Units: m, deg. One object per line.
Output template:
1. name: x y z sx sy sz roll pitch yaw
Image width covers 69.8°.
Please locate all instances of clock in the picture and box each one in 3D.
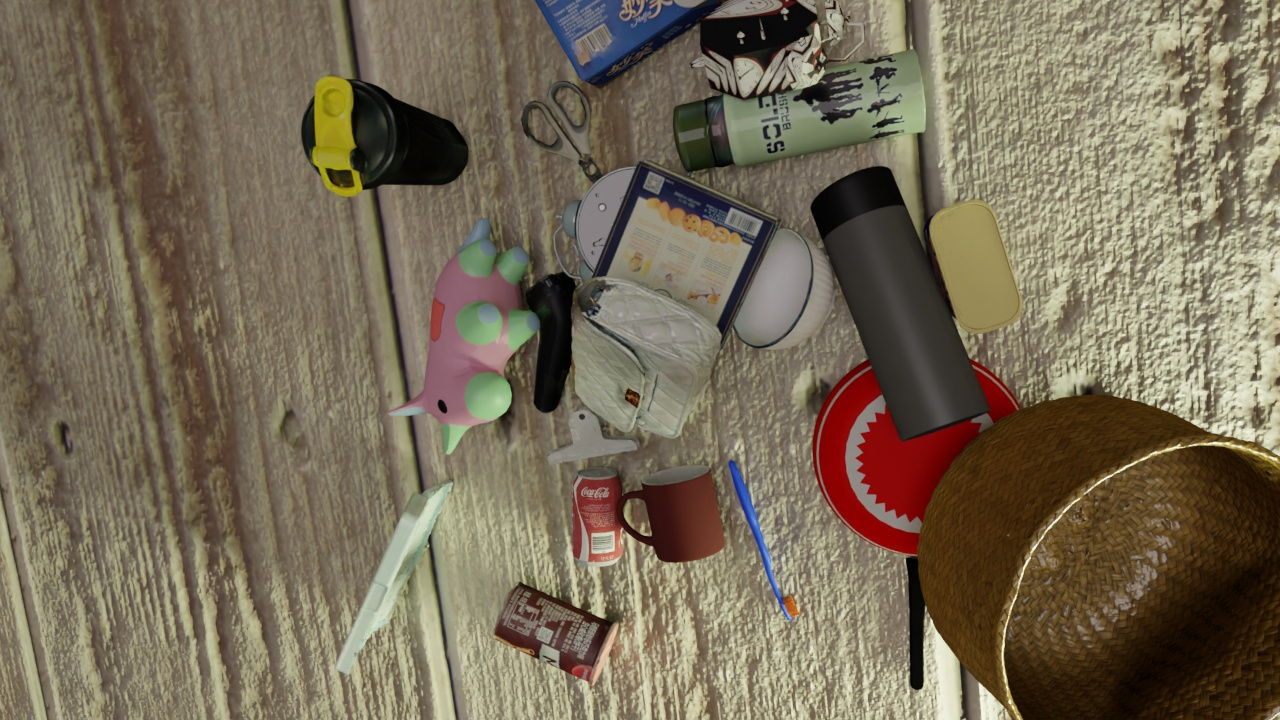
1. clock: -0.013 -0.131 0.933 0.159 0.045 0.122 -17 99 15
2. clock: 0.127 -0.298 0.837 0.155 0.114 0.065 10 144 27

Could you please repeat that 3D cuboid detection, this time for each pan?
1. pan: 0.278 0.165 0.913 0.209 0.067 0.356 0 94 12

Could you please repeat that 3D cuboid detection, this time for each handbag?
1. handbag: -0.005 0.005 0.882 0.139 0.195 0.072 25 66 8

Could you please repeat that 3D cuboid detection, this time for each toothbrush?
1. toothbrush: 0.129 0.189 0.968 0.018 0.016 0.182 -20 94 9

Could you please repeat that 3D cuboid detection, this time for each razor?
1. razor: -0.097 -0.020 0.974 0.067 0.053 0.151 17 108 21

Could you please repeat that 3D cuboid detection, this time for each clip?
1. clip: -0.057 0.080 0.980 0.102 0.050 0.058 -12 108 13

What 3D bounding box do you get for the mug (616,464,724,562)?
1. mug: 0.029 0.161 0.954 0.106 0.073 0.082 -11 96 8

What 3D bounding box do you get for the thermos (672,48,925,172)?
1. thermos: 0.146 -0.235 0.874 0.232 0.082 0.082 -9 96 14

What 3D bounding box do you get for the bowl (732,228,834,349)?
1. bowl: 0.147 -0.064 0.892 0.062 0.118 0.118 13 104 -32

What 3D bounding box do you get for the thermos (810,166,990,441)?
1. thermos: 0.235 -0.052 0.845 0.082 0.082 0.240 -22 77 14

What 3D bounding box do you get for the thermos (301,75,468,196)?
1. thermos: -0.240 -0.208 0.884 0.098 0.220 0.098 2 98 11

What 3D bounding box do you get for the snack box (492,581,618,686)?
1. snack box: -0.093 0.297 1.003 0.121 0.072 0.072 21 102 9

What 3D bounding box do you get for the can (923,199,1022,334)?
1. can: 0.304 -0.088 0.850 0.057 0.092 0.116 -18 94 14

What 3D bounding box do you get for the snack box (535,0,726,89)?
1. snack box: -0.003 -0.386 0.885 0.203 0.069 0.155 -30 91 15

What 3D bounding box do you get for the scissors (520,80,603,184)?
1. scissors: -0.068 -0.204 0.956 0.121 0.012 0.171 -5 100 12

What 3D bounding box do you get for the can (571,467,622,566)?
1. can: -0.046 0.167 0.983 0.054 0.054 0.096 2 98 12

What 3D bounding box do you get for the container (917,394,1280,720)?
1. container: 0.394 0.178 0.784 0.307 0.196 0.307 -3 107 -9

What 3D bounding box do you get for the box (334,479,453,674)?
1. box: -0.268 0.229 0.997 0.041 0.134 0.197 26 103 -4

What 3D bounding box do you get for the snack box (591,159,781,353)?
1. snack box: 0.040 -0.099 0.883 0.144 0.042 0.145 25 107 5

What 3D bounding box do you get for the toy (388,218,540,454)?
1. toy: -0.179 -0.028 0.960 0.172 0.120 0.222 -32 59 44
